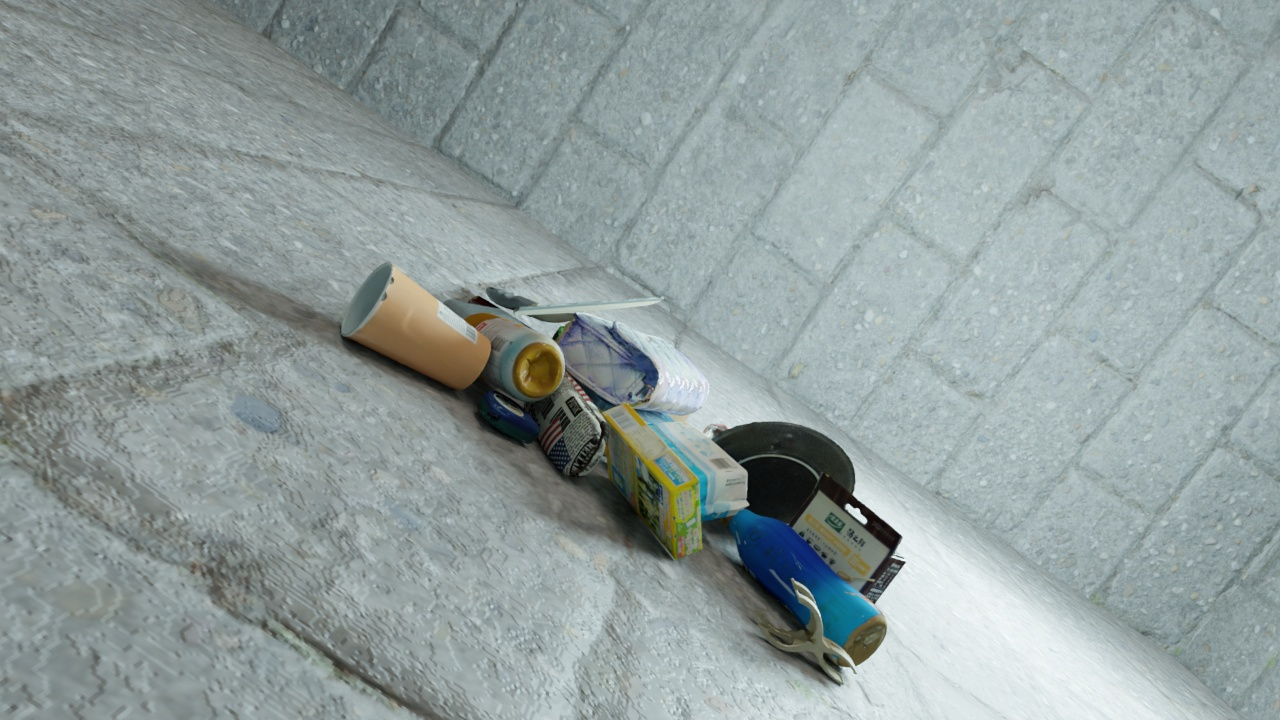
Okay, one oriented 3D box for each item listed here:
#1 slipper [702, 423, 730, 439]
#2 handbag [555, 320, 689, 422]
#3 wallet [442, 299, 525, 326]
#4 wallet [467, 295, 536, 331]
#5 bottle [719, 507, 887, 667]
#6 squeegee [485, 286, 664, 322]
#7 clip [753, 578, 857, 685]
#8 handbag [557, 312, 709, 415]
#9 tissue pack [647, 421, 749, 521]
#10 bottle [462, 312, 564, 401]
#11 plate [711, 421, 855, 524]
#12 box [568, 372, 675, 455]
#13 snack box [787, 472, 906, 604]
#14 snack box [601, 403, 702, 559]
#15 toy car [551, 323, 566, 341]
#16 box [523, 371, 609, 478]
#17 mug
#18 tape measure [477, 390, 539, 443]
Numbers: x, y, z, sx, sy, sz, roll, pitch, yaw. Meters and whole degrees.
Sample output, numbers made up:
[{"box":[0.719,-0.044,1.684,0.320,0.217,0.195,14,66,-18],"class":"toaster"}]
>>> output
[{"box":[0.139,0.137,1.321,0.114,0.054,0.274,40,10,35],"class":"slipper"},{"box":[-0.022,0.016,1.209,0.204,0.100,0.147,34,16,16],"class":"handbag"},{"box":[-0.169,-0.026,1.115,0.130,0.037,0.106,38,19,35],"class":"wallet"},{"box":[-0.182,-0.053,1.281,0.122,0.020,0.096,32,3,-7],"class":"wallet"},{"box":[0.149,0.208,0.915,0.065,0.065,0.218,26,12,-44],"class":"bottle"},{"box":[-0.141,-0.074,1.268,0.245,0.039,0.247,-8,13,-43],"class":"squeegee"},{"box":[0.154,0.232,0.804,0.103,0.092,0.035,23,9,-2],"class":"clip"},{"box":[-0.006,0.006,1.028,0.134,0.075,0.193,37,9,19],"class":"handbag"},{"box":[0.040,0.117,0.958,0.089,0.063,0.140,-2,28,-35],"class":"tissue pack"},{"box":[-0.145,-0.010,0.944,0.068,0.068,0.190,28,-4,-35],"class":"bottle"},{"box":[0.145,0.138,1.011,0.179,0.180,0.024,32,37,-15],"class":"plate"},{"box":[-0.016,0.077,1.050,0.184,0.060,0.090,25,14,-42],"class":"box"},{"box":[0.202,0.201,0.950,0.053,0.126,0.113,27,11,-49],"class":"snack box"},{"box":[0.009,0.112,0.866,0.033,0.087,0.140,-19,36,-20],"class":"snack box"},{"box":[-0.110,-0.029,1.336,0.036,0.043,0.091,33,8,-8],"class":"toy car"},{"box":[-0.073,0.059,0.909,0.057,0.071,0.164,7,24,-26],"class":"box"},{"box":[-0.204,-0.026,0.856,0.122,0.078,0.078,34,7,-31],"class":"mug"},{"box":[-0.127,0.053,0.864,0.058,0.025,0.054,33,6,-35],"class":"tape measure"}]
